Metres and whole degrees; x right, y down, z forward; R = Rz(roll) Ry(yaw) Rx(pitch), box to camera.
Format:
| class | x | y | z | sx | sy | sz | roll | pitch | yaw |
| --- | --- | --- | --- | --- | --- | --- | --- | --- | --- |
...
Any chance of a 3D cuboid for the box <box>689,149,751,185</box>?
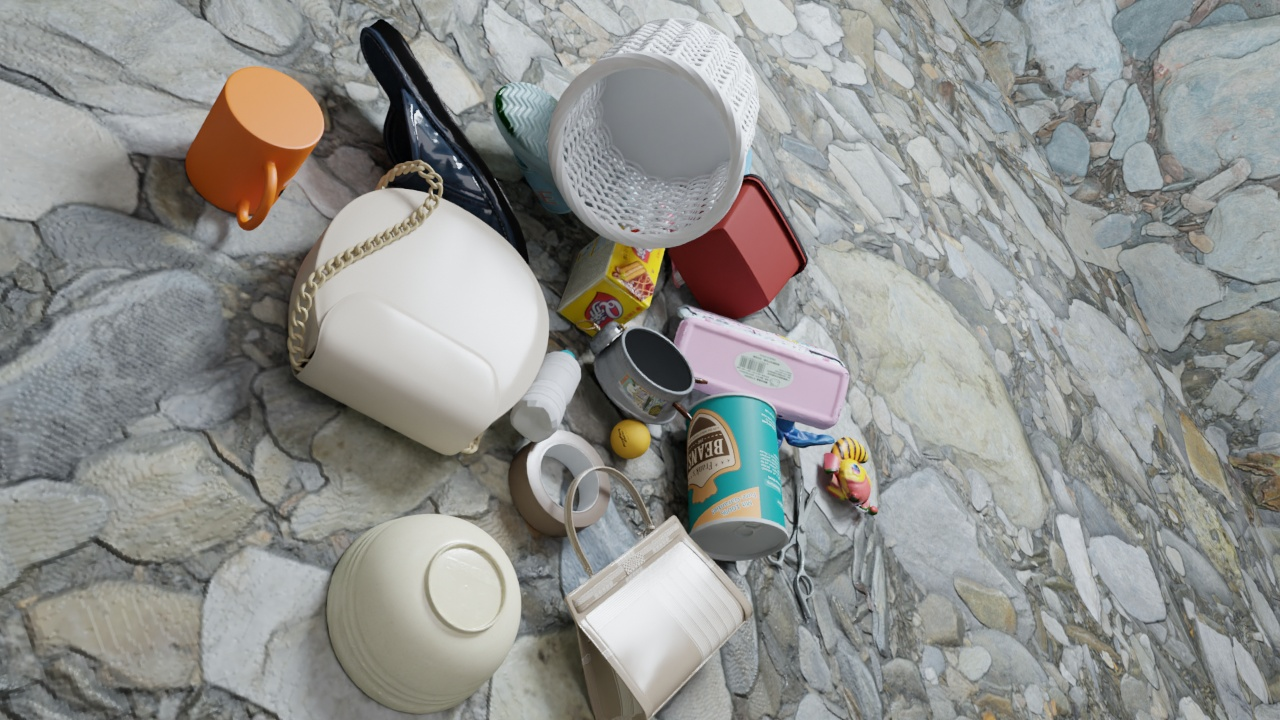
| class | x | y | z | sx | sy | sz | roll | pitch | yaw |
| --- | --- | --- | --- | --- | --- | --- | --- | --- | --- |
| box | 0.054 | -0.321 | 1.243 | 0.231 | 0.060 | 0.175 | 20 | 50 | -34 |

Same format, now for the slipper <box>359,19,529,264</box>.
| class | x | y | z | sx | sy | sz | roll | pitch | yaw |
| --- | --- | --- | --- | --- | --- | --- | --- | --- | --- |
| slipper | -0.206 | -0.185 | 0.870 | 0.083 | 0.109 | 0.265 | -36 | 100 | -19 |

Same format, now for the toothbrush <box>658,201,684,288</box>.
| class | x | y | z | sx | sy | sz | roll | pitch | yaw |
| --- | --- | --- | --- | --- | --- | --- | --- | --- | --- |
| toothbrush | 0.039 | -0.150 | 1.141 | 0.021 | 0.016 | 0.134 | 17 | 54 | -42 |

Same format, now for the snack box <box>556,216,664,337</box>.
| class | x | y | z | sx | sy | sz | roll | pitch | yaw |
| --- | --- | --- | --- | --- | --- | --- | --- | --- | --- |
| snack box | -0.030 | -0.087 | 0.976 | 0.061 | 0.084 | 0.105 | 38 | 42 | -22 |

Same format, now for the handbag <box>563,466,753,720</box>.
| class | x | y | z | sx | sy | sz | roll | pitch | yaw |
| --- | --- | --- | --- | --- | --- | --- | --- | --- | --- |
| handbag | -0.006 | 0.187 | 0.816 | 0.175 | 0.062 | 0.198 | -26 | 90 | -50 |

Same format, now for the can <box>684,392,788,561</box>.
| class | x | y | z | sx | sy | sz | roll | pitch | yaw |
| --- | --- | --- | --- | --- | --- | --- | --- | --- | --- |
| can | 0.097 | 0.120 | 0.949 | 0.099 | 0.099 | 0.143 | 25 | 49 | -32 |

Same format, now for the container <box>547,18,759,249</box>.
| class | x | y | z | sx | sy | sz | roll | pitch | yaw |
| --- | --- | --- | --- | --- | --- | --- | --- | --- | --- |
| container | 0.021 | -0.237 | 0.938 | 0.189 | 0.190 | 0.186 | 44 | 30 | -14 |

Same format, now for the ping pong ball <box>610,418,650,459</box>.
| class | x | y | z | sx | sy | sz | roll | pitch | yaw |
| --- | --- | --- | --- | --- | --- | --- | --- | --- | --- |
| ping pong ball | -0.010 | 0.079 | 0.917 | 0.040 | 0.040 | 0.040 | 25 | 49 | -32 |

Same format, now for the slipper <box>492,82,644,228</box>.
| class | x | y | z | sx | sy | sz | roll | pitch | yaw |
| --- | --- | --- | --- | --- | --- | --- | --- | --- | --- |
| slipper | -0.081 | -0.203 | 1.018 | 0.245 | 0.074 | 0.103 | 36 | 39 | -46 |

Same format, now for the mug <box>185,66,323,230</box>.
| class | x | y | z | sx | sy | sz | roll | pitch | yaw |
| --- | --- | --- | --- | --- | --- | --- | --- | --- | --- |
| mug | -0.310 | -0.161 | 0.738 | 0.077 | 0.096 | 0.112 | 9 | 58 | -41 |

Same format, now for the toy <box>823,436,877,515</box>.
| class | x | y | z | sx | sy | sz | roll | pitch | yaw |
| --- | --- | --- | --- | --- | --- | --- | --- | --- | --- |
| toy | 0.262 | 0.142 | 1.143 | 0.084 | 0.046 | 0.103 | 27 | 44 | -21 |

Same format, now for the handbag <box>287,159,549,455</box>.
| class | x | y | z | sx | sy | sz | roll | pitch | yaw |
| --- | --- | --- | --- | --- | --- | --- | --- | --- | --- |
| handbag | -0.181 | -0.041 | 0.782 | 0.210 | 0.104 | 0.208 | 32 | 49 | -24 |

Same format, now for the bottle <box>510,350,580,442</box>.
| class | x | y | z | sx | sy | sz | roll | pitch | yaw |
| --- | --- | --- | --- | --- | --- | --- | --- | --- | --- |
| bottle | -0.084 | 0.027 | 0.861 | 0.044 | 0.044 | 0.136 | 45 | 24 | -12 |

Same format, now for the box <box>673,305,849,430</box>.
| class | x | y | z | sx | sy | sz | roll | pitch | yaw |
| --- | --- | --- | --- | --- | --- | --- | --- | --- | --- |
| box | 0.130 | 0.004 | 1.047 | 0.201 | 0.101 | 0.111 | 18 | 82 | -5 |

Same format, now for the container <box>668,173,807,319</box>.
| class | x | y | z | sx | sy | sz | roll | pitch | yaw |
| --- | --- | --- | --- | --- | --- | --- | --- | --- | --- |
| container | 0.126 | -0.151 | 1.141 | 0.148 | 0.127 | 0.200 | 56 | 40 | -19 |

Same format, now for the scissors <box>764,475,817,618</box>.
| class | x | y | z | sx | sy | sz | roll | pitch | yaw |
| --- | --- | --- | --- | --- | --- | --- | --- | --- | --- |
| scissors | 0.188 | 0.209 | 1.047 | 0.152 | 0.014 | 0.131 | -27 | 84 | -47 |

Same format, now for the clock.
| class | x | y | z | sx | sy | sz | roll | pitch | yaw |
| --- | --- | --- | --- | --- | --- | --- | --- | --- | --- |
| clock | -0.006 | 0.006 | 0.936 | 0.148 | 0.056 | 0.103 | 39 | 31 | -6 |

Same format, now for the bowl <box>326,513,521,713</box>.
| class | x | y | z | sx | sy | sz | roll | pitch | yaw |
| --- | --- | --- | --- | --- | --- | --- | --- | --- | --- |
| bowl | -0.147 | 0.179 | 0.686 | 0.150 | 0.076 | 0.150 | 24 | 49 | -31 |

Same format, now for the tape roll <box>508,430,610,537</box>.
| class | x | y | z | sx | sy | sz | roll | pitch | yaw |
| --- | --- | --- | --- | --- | --- | --- | --- | --- | --- |
| tape roll | -0.073 | 0.112 | 0.839 | 0.093 | 0.030 | 0.093 | 25 | 49 | -32 |

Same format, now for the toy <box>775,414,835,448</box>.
| class | x | y | z | sx | sy | sz | roll | pitch | yaw |
| --- | --- | --- | --- | --- | --- | --- | --- | --- | --- |
| toy | 0.170 | 0.048 | 1.100 | 0.112 | 0.071 | 0.176 | 11 | 57 | -27 |
